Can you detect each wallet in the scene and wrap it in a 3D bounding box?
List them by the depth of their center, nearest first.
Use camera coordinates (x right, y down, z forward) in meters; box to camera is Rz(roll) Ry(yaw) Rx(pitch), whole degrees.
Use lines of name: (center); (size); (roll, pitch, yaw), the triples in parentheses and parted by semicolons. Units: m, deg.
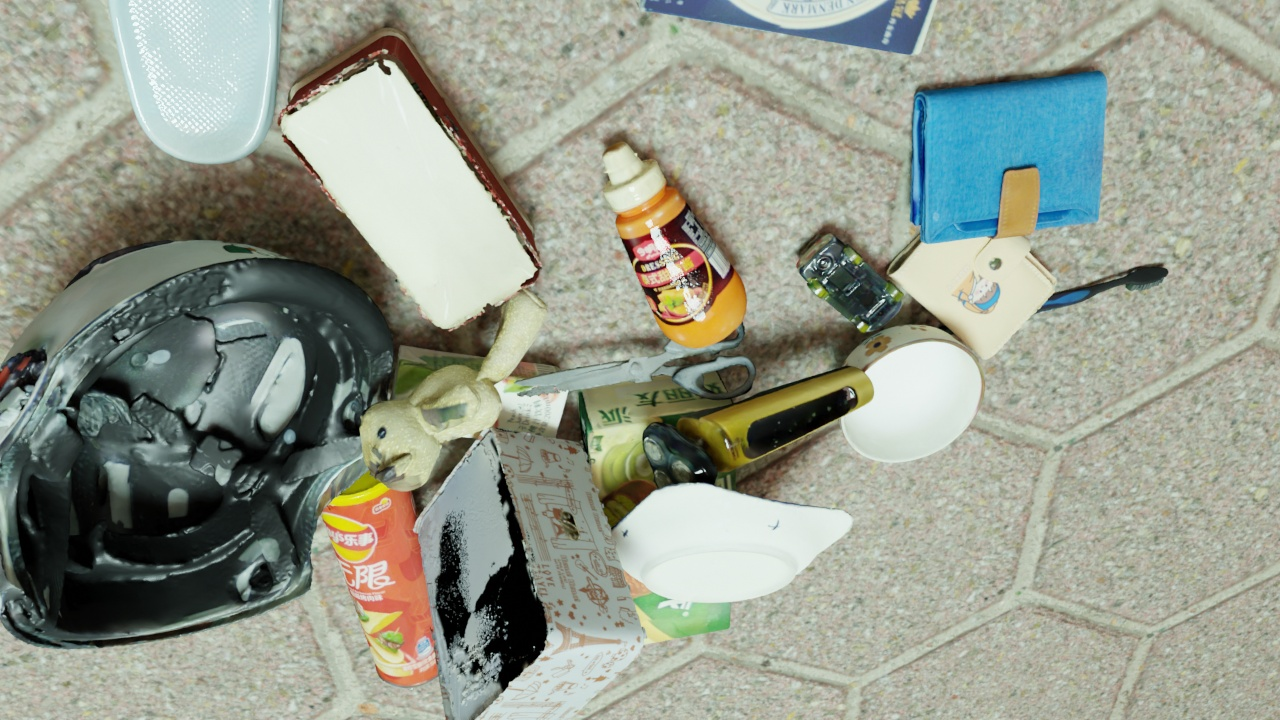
wallet: (0.254, -0.138, 0.633); (0.133, 0.040, 0.106); (-8, 110, -6)
wallet: (0.254, -0.064, 0.690); (0.115, 0.024, 0.087); (36, 102, -19)

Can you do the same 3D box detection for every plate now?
plate: (0.056, 0.143, 0.669); (0.164, 0.034, 0.164); (14, 144, -23)

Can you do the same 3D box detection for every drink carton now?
drink carton: (-0.119, 0.026, 0.668); (0.122, 0.045, 0.054); (8, 111, -18)

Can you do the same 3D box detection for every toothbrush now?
toothbrush: (0.325, -0.044, 0.727); (0.189, 0.014, 0.016); (-15, 149, 0)

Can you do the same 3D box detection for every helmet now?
helmet: (-0.290, 0.035, 0.571); (0.229, 0.157, 0.274); (6, 112, -53)

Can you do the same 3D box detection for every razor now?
razor: (0.085, 0.047, 0.642); (0.167, 0.067, 0.062); (-21, 112, -9)

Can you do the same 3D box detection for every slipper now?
slipper: (-0.235, -0.215, 0.477); (0.104, 0.074, 0.246); (7, 122, -14)

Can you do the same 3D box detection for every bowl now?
bowl: (0.201, 0.017, 0.713); (0.113, 0.062, 0.114); (-4, 123, -6)

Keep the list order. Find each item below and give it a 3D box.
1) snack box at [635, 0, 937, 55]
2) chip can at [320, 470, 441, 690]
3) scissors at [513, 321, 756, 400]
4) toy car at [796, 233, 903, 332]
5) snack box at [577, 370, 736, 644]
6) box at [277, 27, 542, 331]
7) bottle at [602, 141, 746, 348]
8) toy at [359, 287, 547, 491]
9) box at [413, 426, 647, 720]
snack box: (0.098, -0.280, 0.514); (0.182, 0.045, 0.178); (4, 122, -12)
chip can: (-0.201, 0.164, 0.727); (0.073, 0.073, 0.217); (-8, 124, -6)
scissors: (0.001, 0.014, 0.661); (0.136, 0.014, 0.174); (45, 71, 4)
toy car: (0.155, -0.056, 0.673); (0.090, 0.035, 0.042); (35, 112, -28)
snack box: (0.014, 0.126, 0.746); (0.114, 0.063, 0.240); (-7, 122, -9)
box: (-0.138, -0.103, 0.563); (0.091, 0.079, 0.168); (-29, 122, 7)
bottle: (0.017, -0.080, 0.621); (0.067, 0.066, 0.149); (-28, 116, 8)
toy: (-0.117, 0.017, 0.592); (0.066, 0.105, 0.157); (43, 71, -8)
box: (-0.093, 0.193, 0.668); (0.126, 0.178, 0.274); (-5, 137, -20)
